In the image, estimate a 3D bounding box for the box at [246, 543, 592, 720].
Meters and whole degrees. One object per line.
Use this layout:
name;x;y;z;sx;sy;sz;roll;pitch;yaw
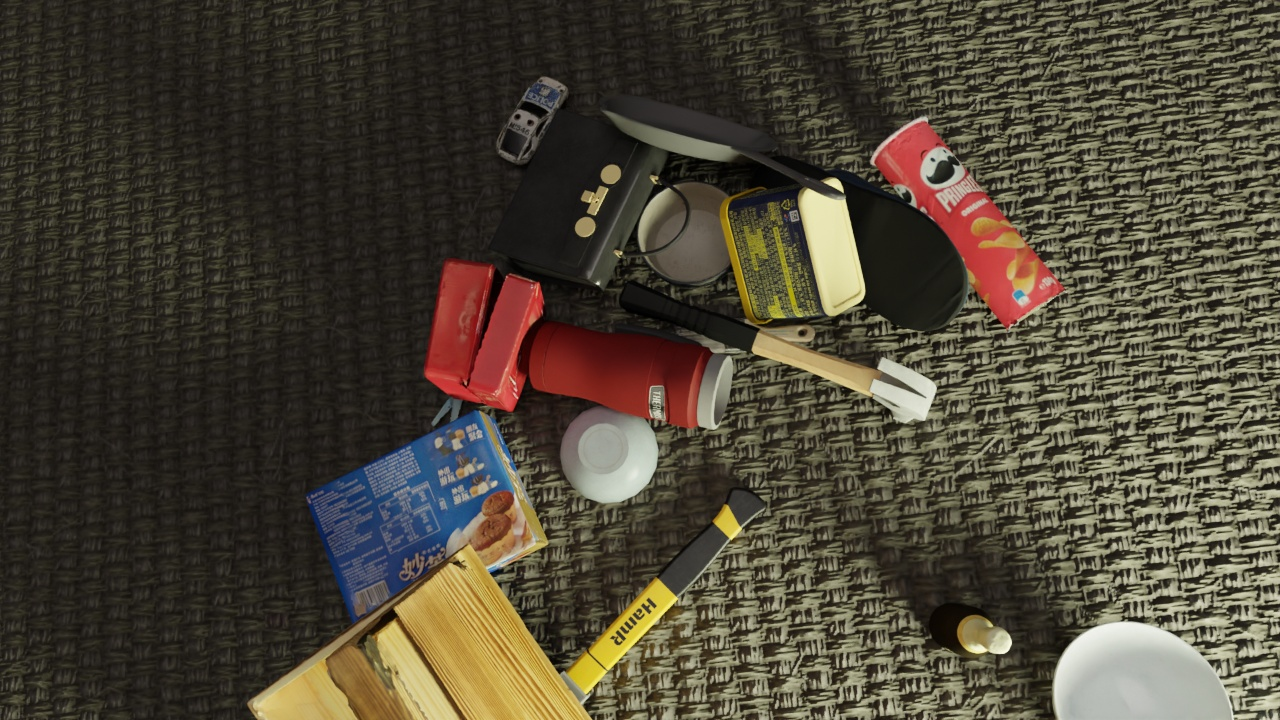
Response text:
box;-0.170;0.339;0.742;0.286;0.336;0.279;-36;87;4

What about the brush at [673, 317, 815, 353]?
brush;0.111;-0.028;0.987;0.151;0.012;0.039;-3;78;6

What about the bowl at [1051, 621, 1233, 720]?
bowl;0.440;0.316;0.828;0.144;0.074;0.143;-4;63;7

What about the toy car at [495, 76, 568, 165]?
toy car;-0.126;-0.280;1.061;0.048;0.040;0.112;27;82;11

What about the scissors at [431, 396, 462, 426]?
scissors;-0.204;0.011;1.021;0.095;0.015;0.142;37;79;13

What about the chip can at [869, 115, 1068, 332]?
chip can;0.337;-0.142;0.952;0.073;0.073;0.233;-34;76;-1

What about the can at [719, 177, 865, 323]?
can;0.154;-0.110;0.922;0.075;0.105;0.135;-27;107;-38

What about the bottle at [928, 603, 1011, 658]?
bottle;0.295;0.242;0.813;0.045;0.184;0.045;-2;77;7

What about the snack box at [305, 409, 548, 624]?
snack box;-0.222;0.167;0.961;0.203;0.069;0.155;-27;75;2

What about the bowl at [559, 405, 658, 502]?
bowl;-0.036;0.095;0.966;0.106;0.039;0.106;-2;77;7

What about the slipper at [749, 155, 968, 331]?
slipper;0.235;-0.132;0.954;0.265;0.083;0.109;39;123;32

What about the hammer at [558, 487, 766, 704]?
hammer;0.010;0.256;0.932;0.170;0.034;0.324;43;85;13

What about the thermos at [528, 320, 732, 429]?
thermos;-0.006;0.006;0.959;0.199;0.084;0.107;12;45;17

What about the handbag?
handbag;-0.034;-0.158;0.973;0.196;0.072;0.175;20;80;32

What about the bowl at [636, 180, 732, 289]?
bowl;0.056;-0.129;0.993;0.115;0.059;0.115;-2;77;7

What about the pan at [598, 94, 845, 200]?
pan;0.081;-0.214;0.925;0.354;0.216;0.024;41;125;47

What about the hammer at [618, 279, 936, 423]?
hammer;0.133;-0.014;0.929;0.328;0.131;0.039;21;86;16

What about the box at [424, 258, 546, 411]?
box;-0.159;-0.022;0.940;0.097;0.158;0.129;13;79;0
